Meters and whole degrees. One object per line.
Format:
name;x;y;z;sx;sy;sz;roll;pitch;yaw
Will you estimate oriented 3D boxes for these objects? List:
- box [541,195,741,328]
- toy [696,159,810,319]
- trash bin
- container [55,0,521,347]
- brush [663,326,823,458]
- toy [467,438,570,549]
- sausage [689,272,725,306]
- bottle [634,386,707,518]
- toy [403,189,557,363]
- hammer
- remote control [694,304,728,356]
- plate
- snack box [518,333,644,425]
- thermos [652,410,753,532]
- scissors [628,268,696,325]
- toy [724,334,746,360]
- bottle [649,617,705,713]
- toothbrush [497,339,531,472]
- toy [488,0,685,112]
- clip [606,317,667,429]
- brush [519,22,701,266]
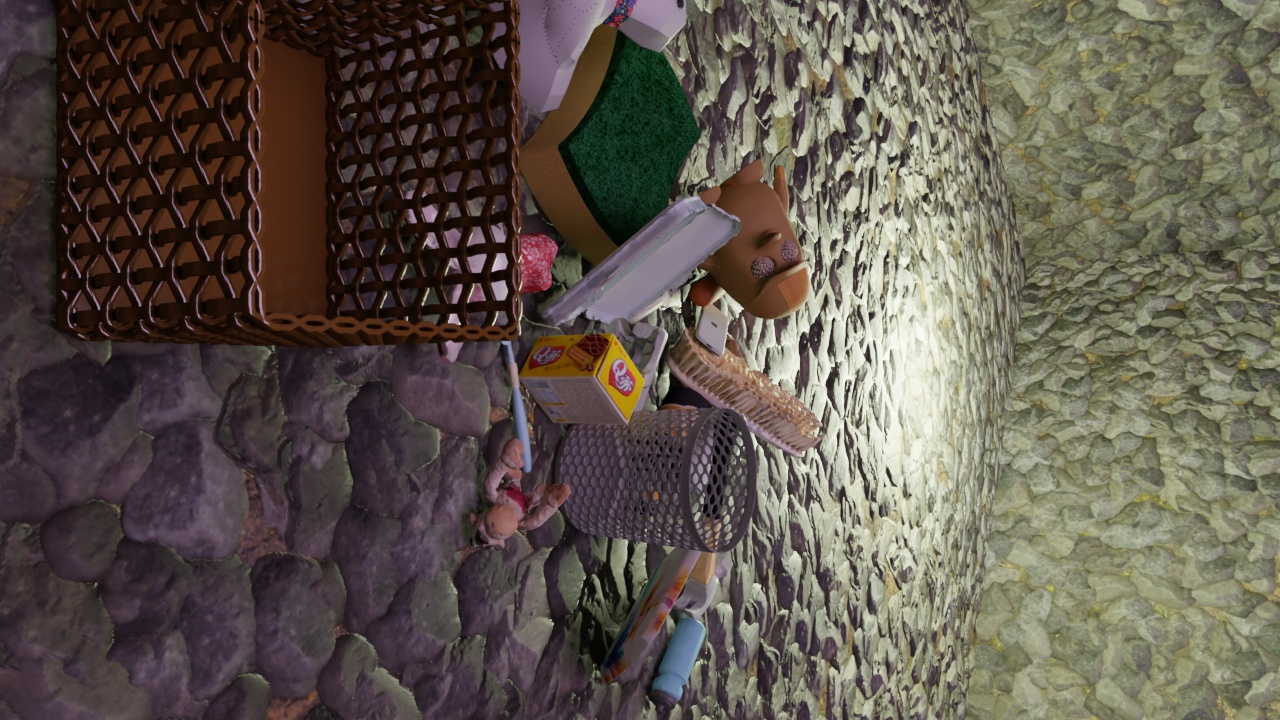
box;0.003;-0.107;1.024;0.061;0.210;0.192;56;25;9
toy;0.154;-0.149;1.245;0.198;0.163;0.203;-33;94;-10
trash bin;0.015;0.131;1.038;0.156;0.184;0.156;4;86;-57
container;-0.235;-0.139;0.629;0.219;0.215;0.251;1;88;-57
brush;0.145;0.047;1.270;0.271;0.057;0.083;34;29;-23
toy;-0.136;0.143;0.922;0.085;0.074;0.105;46;68;-7
sausage;0.119;-0.126;1.334;0.163;0.044;0.039;-49;163;-46
bottle;0.033;0.121;1.180;0.059;0.059;0.181;56;45;-40
toy;-0.150;-0.091;0.886;0.193;0.084;0.159;-25;102;-62
hammer;0.093;0.203;1.176;0.130;0.039;0.329;-45;150;-46
remote control;0.100;-0.046;1.267;0.045;0.008;0.146;38;22;-7
plate;0.013;0.284;1.078;0.016;0.187;0.186;34;53;1
snack box;-0.062;0.021;0.993;0.083;0.106;0.061;57;45;-39
thermos;0.091;0.141;1.264;0.229;0.068;0.068;-48;128;-47
scissors;0.026;-0.099;1.218;0.146;0.015;0.187;55;45;-40
toy;0.133;0.001;1.358;0.054;0.042;0.102;-24;120;-31
bottle;0.047;0.405;1.214;0.040;0.040;0.129;62;42;-35
toothbrush;-0.132;0.045;0.969;0.022;0.016;0.155;-93;175;-78
toy;-0.068;-0.373;0.937;0.267;0.141;0.246;23;85;-39
clip;-0.006;0.006;1.113;0.144;0.074;0.124;78;27;-66
brush;-0.029;-0.253;1.078;0.195;0.075;0.249;51;49;-44
